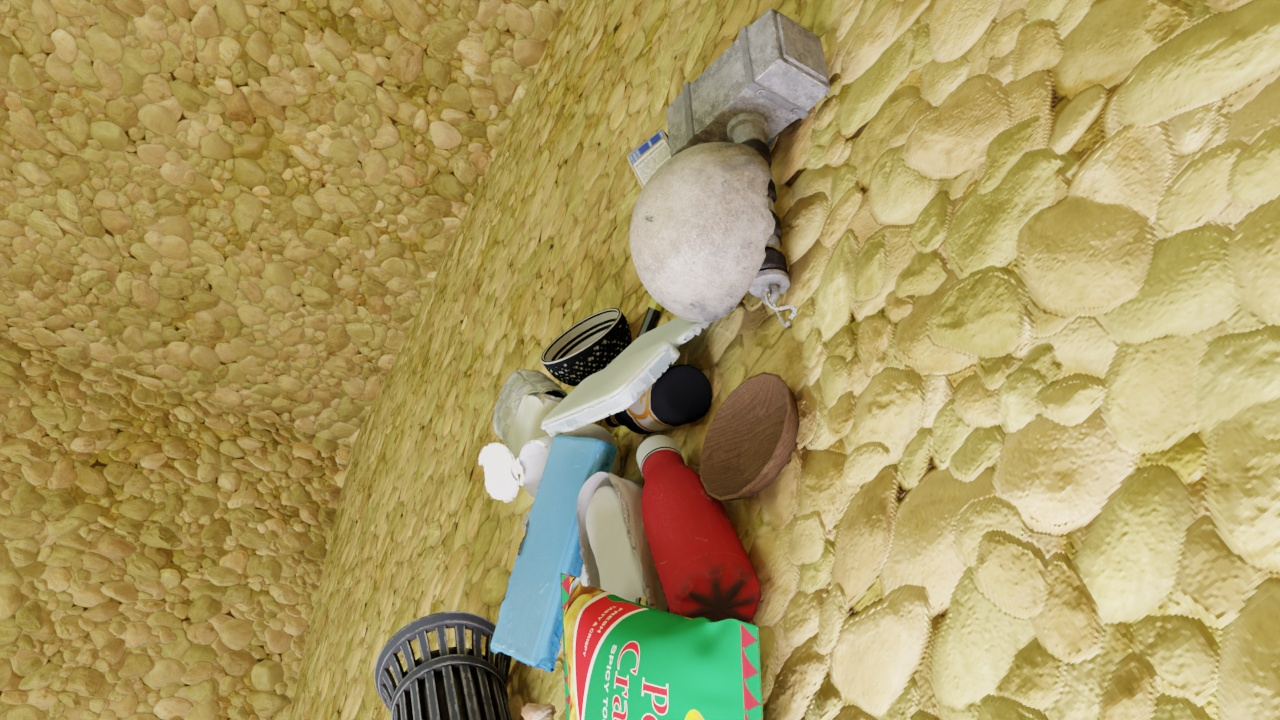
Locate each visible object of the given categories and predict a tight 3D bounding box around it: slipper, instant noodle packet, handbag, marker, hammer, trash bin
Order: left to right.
[{"bbox_3d":[-0.208,0.419,1.029,0.164,0.164,0.227,-64,25,12],"label":"trash bin"},{"bbox_3d":[-0.121,0.077,1.191,0.171,0.123,0.112,29,106,64],"label":"handbag"},{"bbox_3d":[-0.008,0.220,0.837,0.112,0.074,0.246,124,146,-44],"label":"slipper"},{"bbox_3d":[0.007,0.273,0.682,0.253,0.090,0.195,-6,86,56],"label":"instant noodle packet"},{"bbox_3d":[0.013,-0.051,1.123,0.124,0.017,0.021,-68,20,5],"label":"marker"},{"bbox_3d":[0.113,-0.172,0.908,0.177,0.079,0.325,-34,49,44],"label":"hammer"}]

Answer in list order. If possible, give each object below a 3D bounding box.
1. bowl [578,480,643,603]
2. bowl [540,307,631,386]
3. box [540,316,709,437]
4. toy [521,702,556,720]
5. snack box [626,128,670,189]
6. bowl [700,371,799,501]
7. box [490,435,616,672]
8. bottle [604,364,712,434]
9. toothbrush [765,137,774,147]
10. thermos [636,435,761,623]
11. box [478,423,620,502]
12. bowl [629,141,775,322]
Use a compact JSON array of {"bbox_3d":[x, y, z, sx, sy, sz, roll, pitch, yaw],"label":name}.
[{"bbox_3d":[-0.060,0.213,0.995,0.189,0.060,0.219,-62,22,16],"label":"bowl"},{"bbox_3d":[-0.059,-0.006,1.172,0.120,0.066,0.120,-29,19,11],"label":"bowl"},{"bbox_3d":[-0.007,0.005,0.978,0.188,0.037,0.209,-47,12,-27],"label":"box"},{"bbox_3d":[-0.048,0.335,0.828,0.106,0.085,0.074,-10,82,55],"label":"toy"},{"bbox_3d":[0.047,-0.167,1.012,0.056,0.057,0.206,-36,49,17],"label":"snack box"},{"bbox_3d":[0.098,0.068,0.778,0.118,0.030,0.117,-46,28,33],"label":"bowl"},{"bbox_3d":[-0.081,0.193,0.939,0.093,0.052,0.231,-2,67,50],"label":"box"},{"bbox_3d":[0.007,0.049,0.984,0.182,0.059,0.059,-24,48,62],"label":"bottle"},{"bbox_3d":[0.144,-0.251,0.996,0.167,0.016,0.014,-61,25,21],"label":"toothbrush"},{"bbox_3d":[0.038,0.139,0.807,0.073,0.073,0.239,-62,22,18],"label":"thermos"},{"bbox_3d":[-0.107,0.121,1.078,0.151,0.106,0.080,-3,95,43],"label":"box"},{"bbox_3d":[0.040,-0.129,0.874,0.179,0.081,0.178,-22,64,54],"label":"bowl"}]
